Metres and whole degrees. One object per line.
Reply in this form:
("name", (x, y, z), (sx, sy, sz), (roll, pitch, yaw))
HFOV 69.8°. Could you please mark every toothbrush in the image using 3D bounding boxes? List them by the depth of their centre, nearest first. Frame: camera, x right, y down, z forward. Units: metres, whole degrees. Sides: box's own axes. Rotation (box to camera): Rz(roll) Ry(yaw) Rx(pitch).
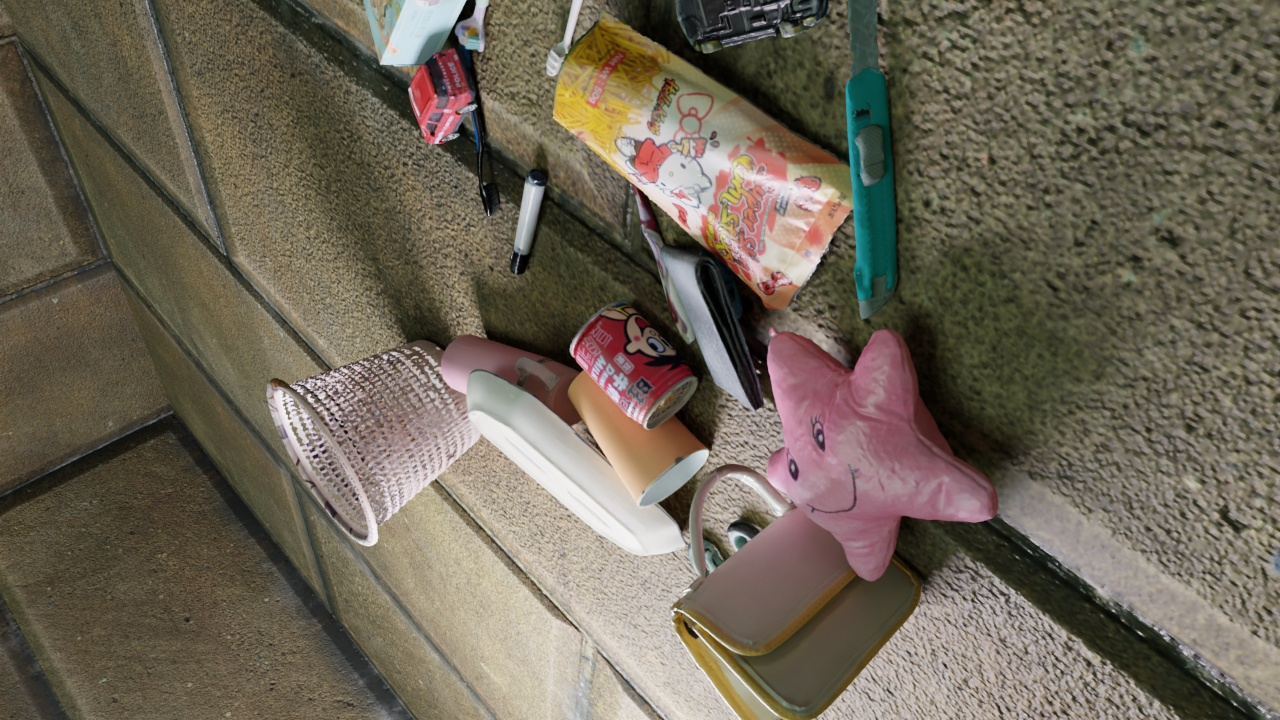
("toothbrush", (-0.040, -0.266, 0.626), (0.016, 0.016, 0.181), (43, 145, 10))
("toothbrush", (-0.111, -0.309, 0.681), (0.029, 0.021, 0.190), (35, 143, 1))
("toothbrush", (0.006, -0.097, 0.708), (0.016, 0.017, 0.187), (3, 119, 54))
("toothbrush", (-0.145, -0.216, 0.819), (0.014, 0.016, 0.190), (38, 141, 44))

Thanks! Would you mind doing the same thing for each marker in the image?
("marker", (-0.104, -0.124, 0.834), (0.022, 0.018, 0.131), (55, 150, 22))

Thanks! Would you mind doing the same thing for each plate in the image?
("plate", (-0.070, 0.108, 0.886), (0.265, 0.034, 0.162), (43, 160, -13))

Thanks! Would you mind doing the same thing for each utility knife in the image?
("utility knife", (0.128, -0.117, 0.516), (0.013, 0.029, 0.209), (-123, 19, -60))

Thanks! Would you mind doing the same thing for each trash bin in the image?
("trash bin", (-0.312, 0.080, 1.124), (0.227, 0.191, 0.228), (34, 141, 32))

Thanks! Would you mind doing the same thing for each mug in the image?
("mug", (-0.007, 0.058, 0.810), (0.122, 0.078, 0.078), (51, 148, 19))

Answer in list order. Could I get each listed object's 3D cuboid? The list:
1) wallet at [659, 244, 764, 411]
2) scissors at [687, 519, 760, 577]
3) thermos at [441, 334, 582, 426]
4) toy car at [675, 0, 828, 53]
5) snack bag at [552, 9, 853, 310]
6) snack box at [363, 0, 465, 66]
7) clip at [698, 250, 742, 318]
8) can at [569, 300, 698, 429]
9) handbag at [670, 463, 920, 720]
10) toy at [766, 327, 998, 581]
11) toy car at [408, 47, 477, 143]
("wallet", (0.052, -0.026, 0.676), (0.097, 0.019, 0.121), (-136, 22, -72))
("scissors", (0.114, 0.212, 0.827), (0.177, 0.019, 0.170), (45, 145, 22))
("thermos", (-0.134, 0.015, 0.940), (0.199, 0.067, 0.087), (16, 156, 49))
("toy car", (0.062, -0.207, 0.523), (0.106, 0.031, 0.049), (9, 123, 49))
("snack bag", (0.040, -0.131, 0.605), (0.208, 0.073, 0.129), (41, 145, 12))
("snack box", (-0.171, -0.306, 0.716), (0.175, 0.051, 0.074), (-27, 77, 60))
("clip", (0.060, -0.056, 0.675), (0.048, 0.014, 0.057), (1, 116, 51))
("can", (-0.005, 0.004, 0.763), (0.094, 0.066, 0.067), (46, 146, 18))
("handbag", (0.097, 0.156, 0.666), (0.178, 0.163, 0.063), (47, 145, 18))
("toy", (0.134, 0.055, 0.613), (0.178, 0.074, 0.195), (59, 151, 14))
("toy car", (-0.178, -0.230, 0.805), (0.121, 0.045, 0.053), (-23, 86, 67))
